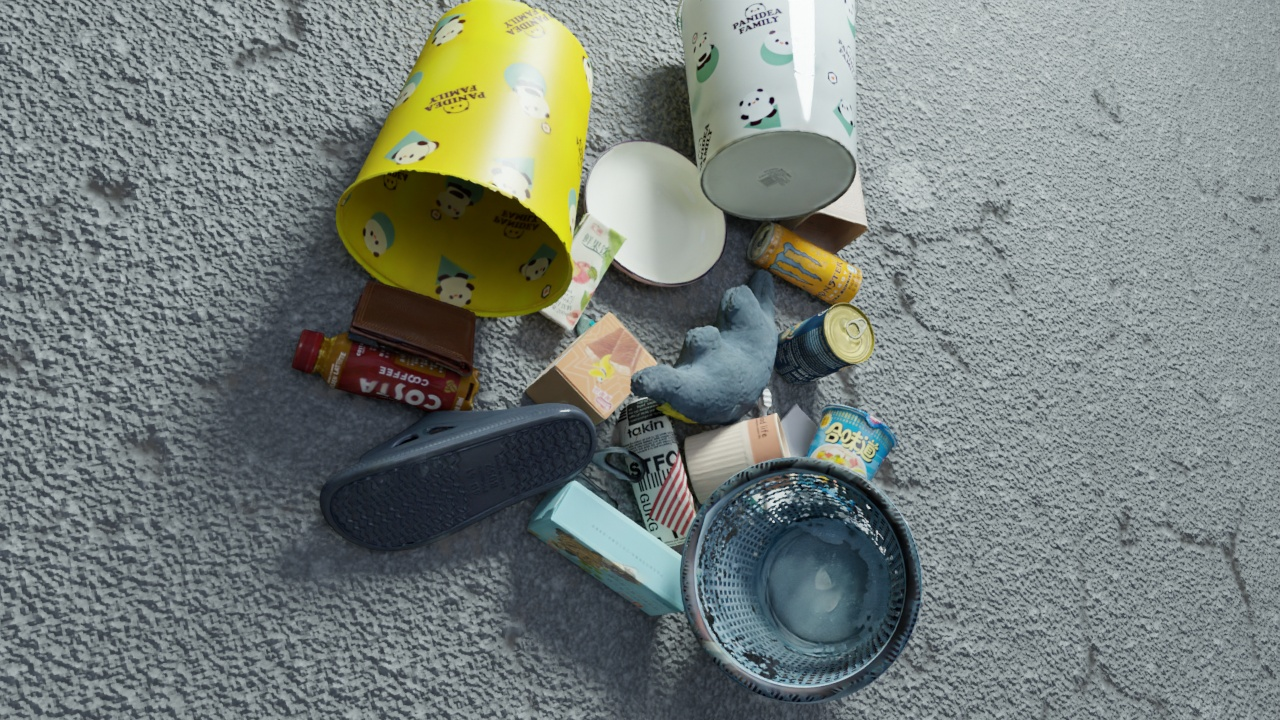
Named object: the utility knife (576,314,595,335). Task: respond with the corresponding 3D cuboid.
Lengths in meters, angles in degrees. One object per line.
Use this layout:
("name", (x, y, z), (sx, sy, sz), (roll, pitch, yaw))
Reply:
("utility knife", (-0.006, 0.006, 1.056), (0.174, 0.013, 0.029), (38, 62, -11))

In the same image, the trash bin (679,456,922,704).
("trash bin", (0.174, 0.228, 0.943), (0.227, 0.195, 0.226), (-6, 72, 17))

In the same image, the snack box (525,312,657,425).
("snack box", (-0.053, 0.018, 0.982), (0.077, 0.093, 0.094), (47, 58, -6))

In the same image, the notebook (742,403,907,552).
("notebook", (0.218, 0.175, 1.113), (0.209, 0.012, 0.150), (48, 60, -4))

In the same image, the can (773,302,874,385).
("can", (0.221, -0.017, 1.123), (0.075, 0.111, 0.075), (9, 70, -26))

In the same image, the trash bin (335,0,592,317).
("trash bin", (-0.159, -0.212, 0.940), (0.229, 0.230, 0.254), (21, 60, -19))

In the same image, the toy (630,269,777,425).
("toy", (0.095, -0.003, 1.046), (0.355, 0.092, 0.138), (-44, 121, -51))

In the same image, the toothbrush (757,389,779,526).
("toothbrush", (0.153, 0.121, 1.085), (0.016, 0.016, 0.180), (3, 72, -17))

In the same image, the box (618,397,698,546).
("box", (0.024, 0.123, 1.013), (0.086, 0.076, 0.163), (5, 65, -66))

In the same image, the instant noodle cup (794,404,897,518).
("instant noodle cup", (0.235, 0.123, 1.082), (0.099, 0.099, 0.109), (37, 71, -11))

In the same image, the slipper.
("slipper", (-0.177, 0.101, 0.900), (0.267, 0.083, 0.111), (-17, 122, -19))

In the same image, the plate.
("plate", (0.014, -0.174, 1.113), (0.192, 0.039, 0.192), (9, 69, -24))

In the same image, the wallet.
("wallet", (-0.224, -0.032, 0.915), (0.124, 0.032, 0.101), (18, 25, -17))

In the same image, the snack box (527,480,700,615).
("snack box", (-0.027, 0.196, 0.945), (0.175, 0.074, 0.051), (37, 60, -11))

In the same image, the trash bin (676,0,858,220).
("trash bin", (0.160, -0.325, 1.116), (0.229, 0.230, 0.251), (11, 64, -23))

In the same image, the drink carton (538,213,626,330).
("drink carton", (-0.071, -0.098, 1.019), (0.053, 0.045, 0.122), (32, 86, -16))

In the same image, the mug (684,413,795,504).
("mug", (0.112, 0.109, 1.028), (0.106, 0.114, 0.081), (-15, 90, 11))

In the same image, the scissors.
("scissors", (-0.074, 0.098, 0.968), (0.163, 0.014, 0.165), (-14, 101, 7))

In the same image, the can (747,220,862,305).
("can", (0.213, -0.123, 1.185), (0.146, 0.058, 0.058), (25, 63, -17))

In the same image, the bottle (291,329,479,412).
("bottle", (-0.250, 0.012, 0.905), (0.174, 0.058, 0.057), (17, 66, -21))

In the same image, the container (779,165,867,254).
("container", (0.238, -0.213, 1.213), (0.089, 0.090, 0.110), (11, 65, -23))
